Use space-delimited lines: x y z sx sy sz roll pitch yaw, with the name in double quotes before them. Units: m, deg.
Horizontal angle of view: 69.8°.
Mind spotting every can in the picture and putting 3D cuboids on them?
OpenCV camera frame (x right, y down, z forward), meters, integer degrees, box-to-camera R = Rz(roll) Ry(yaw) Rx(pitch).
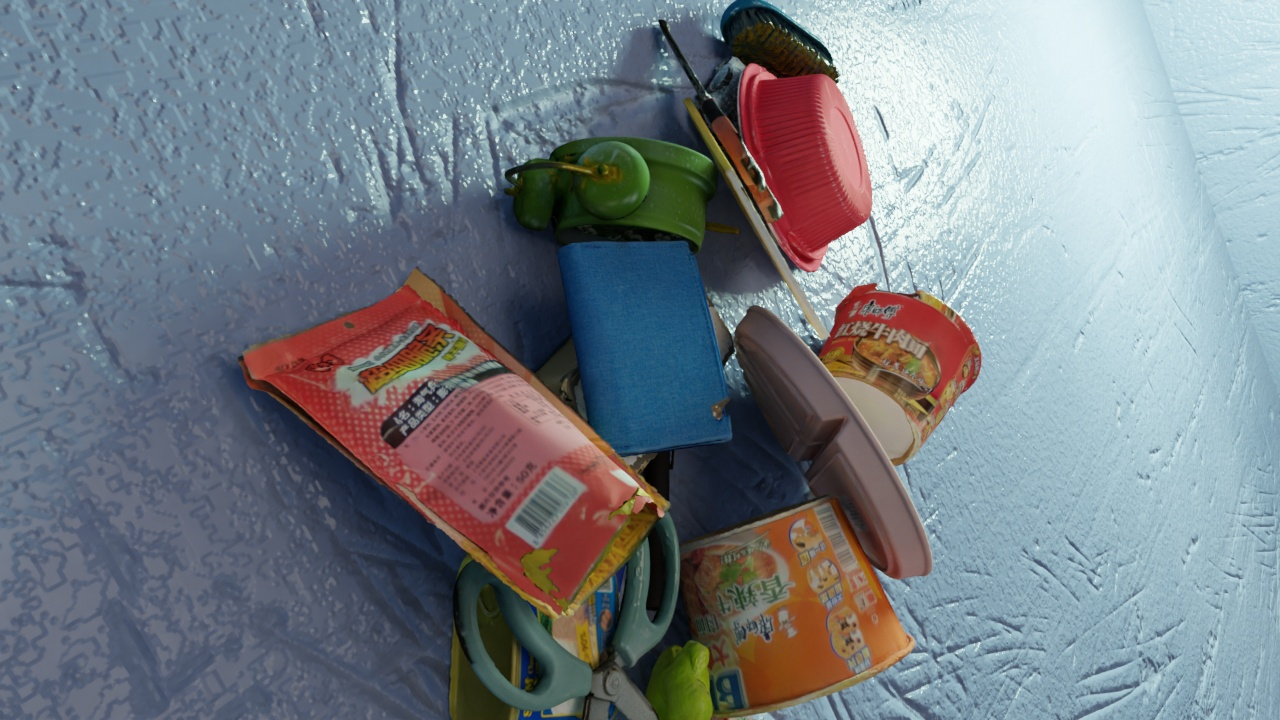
"can" -0.059 0.163 0.531 0.083 0.057 0.102 17 66 -44

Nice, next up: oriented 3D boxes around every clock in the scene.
"clock" -0.018 -0.108 0.613 0.161 0.116 0.056 12 80 -46

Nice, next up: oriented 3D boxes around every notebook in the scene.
"notebook" 0.083 -0.115 0.700 0.146 0.010 0.206 55 11 -26

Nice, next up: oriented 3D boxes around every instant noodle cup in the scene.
"instant noodle cup" 0.096 0.163 0.630 0.151 0.152 0.111 -9 76 -46
"instant noodle cup" 0.211 0.020 0.800 0.138 0.138 0.108 53 55 -20
"instant noodle cup" 0.154 -0.179 0.811 0.193 0.066 0.193 36 46 -50

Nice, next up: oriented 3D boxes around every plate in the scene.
"plate" 0.132 0.063 0.672 0.028 0.229 0.229 -32 105 -3

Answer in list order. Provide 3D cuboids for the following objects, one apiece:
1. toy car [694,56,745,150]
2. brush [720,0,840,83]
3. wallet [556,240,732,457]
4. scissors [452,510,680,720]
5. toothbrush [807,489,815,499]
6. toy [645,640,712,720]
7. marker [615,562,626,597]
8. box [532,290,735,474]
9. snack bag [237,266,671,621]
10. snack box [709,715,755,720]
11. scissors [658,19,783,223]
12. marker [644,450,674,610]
"toy car" 0.079 -0.228 0.806 0.049 0.031 0.105 49 47 -26
"brush" 0.129 -0.299 0.863 0.143 0.055 0.073 14 51 -42
"wallet" 0.005 -0.008 0.571 0.106 0.040 0.133 -5 80 -36
"scissors" -0.031 0.136 0.513 0.170 0.019 0.174 43 50 -34
"toothbrush" 0.212 0.142 0.840 0.180 0.016 0.016 24 63 -39
"toy" 0.021 0.215 0.575 0.031 0.100 0.096 15 38 -6
"marker" -0.028 0.184 0.583 0.017 0.017 0.145 34 56 -34
"box" -0.004 0.004 0.632 0.183 0.064 0.090 -46 112 -45
"snack bag" -0.089 0.037 0.478 0.208 0.073 0.128 37 41 12
"snack box" 0.057 0.323 0.621 0.077 0.027 0.155 41 52 -28
"scissors" 0.053 -0.201 0.715 0.209 0.015 0.182 58 11 -7
"marker" 0.012 0.108 0.645 0.022 0.020 0.131 4 70 -5
